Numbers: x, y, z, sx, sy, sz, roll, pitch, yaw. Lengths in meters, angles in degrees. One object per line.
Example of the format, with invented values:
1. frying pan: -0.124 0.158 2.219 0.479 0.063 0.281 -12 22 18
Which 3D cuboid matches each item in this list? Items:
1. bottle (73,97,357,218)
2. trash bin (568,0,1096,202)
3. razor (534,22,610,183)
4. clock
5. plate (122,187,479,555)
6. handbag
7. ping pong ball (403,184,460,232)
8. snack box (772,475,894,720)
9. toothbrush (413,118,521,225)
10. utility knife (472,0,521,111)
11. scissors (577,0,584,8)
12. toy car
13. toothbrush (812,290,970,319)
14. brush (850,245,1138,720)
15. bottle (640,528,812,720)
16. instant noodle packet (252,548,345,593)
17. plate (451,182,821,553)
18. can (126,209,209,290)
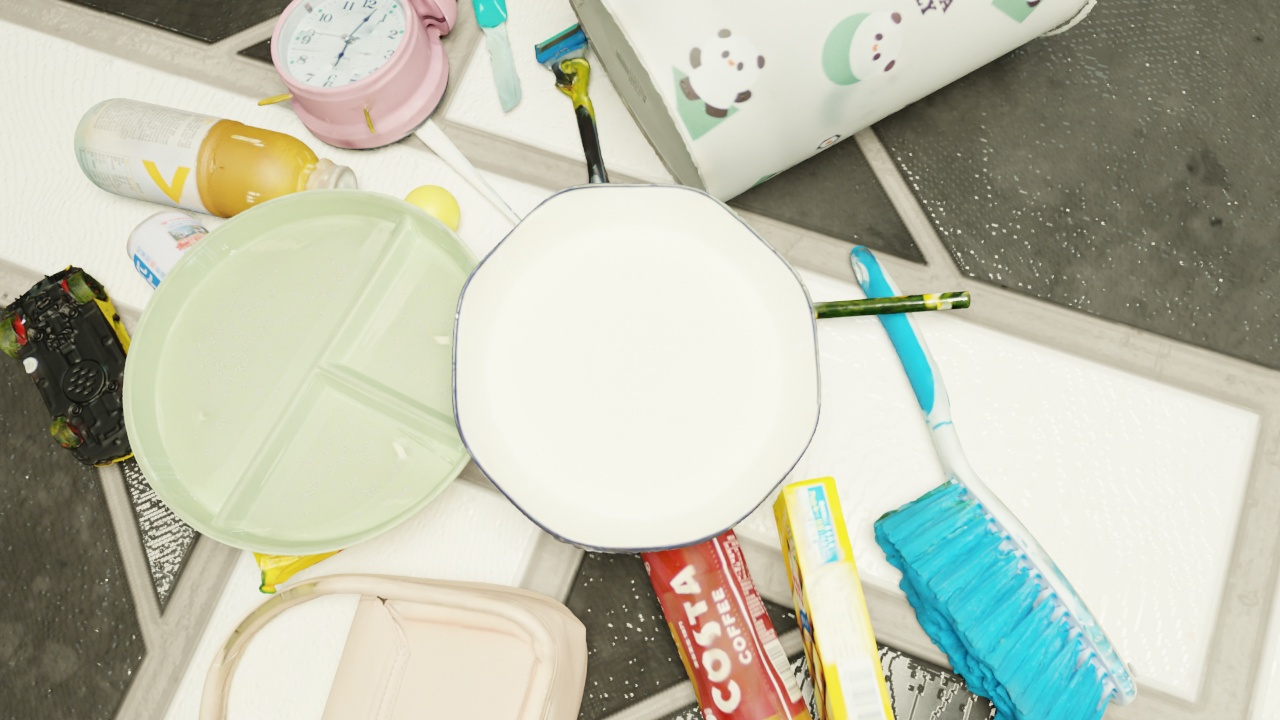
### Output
1. bottle: -0.291 -0.134 0.636 0.189 0.068 0.068 13 76 8
2. trash bin: 0.100 -0.234 0.557 0.252 0.229 0.229 -33 74 2
3. razor: -0.039 -0.167 0.647 0.043 0.022 0.142 -21 75 27
4. clock: -0.194 -0.231 0.654 0.117 0.060 0.158 14 70 14
5. plate: -0.194 0.003 0.556 0.230 0.027 0.230 -1 71 2
6. handbag: -0.158 0.212 0.533 0.234 0.093 0.193 12 76 16
7. ping pong ball: -0.144 -0.100 0.628 0.040 0.040 0.040 -1 75 5
8. snack box: 0.106 0.141 0.516 0.034 0.087 0.140 -10 74 2
9. toothbrush: -0.117 -0.127 0.648 0.016 0.016 0.180 -41 73 -11
10. utility knife: -0.118 -0.281 0.689 0.029 0.013 0.222 -14 72 0
11. scissors: 0.005 -0.256 0.481 0.181 0.014 0.159 -20 52 21
12. toy car: -0.375 0.005 0.620 0.071 0.041 0.156 -37 73 -5
13. toothbrush: 0.110 -0.034 0.580 0.186 0.012 0.017 -3 62 19
14. brush: 0.181 0.075 0.550 0.109 0.060 0.314 -30 72 -9
15. bottle: 0.042 0.142 0.537 0.057 0.057 0.174 -22 74 -1
16. instant noodle packet: -0.209 0.066 0.578 0.110 0.044 0.128 -31 66 -6
17. plate: -0.003 0.003 0.516 0.205 0.045 0.204 0 82 -2
18. can: -0.285 -0.042 0.618 0.134 0.053 0.053 43 82 14
